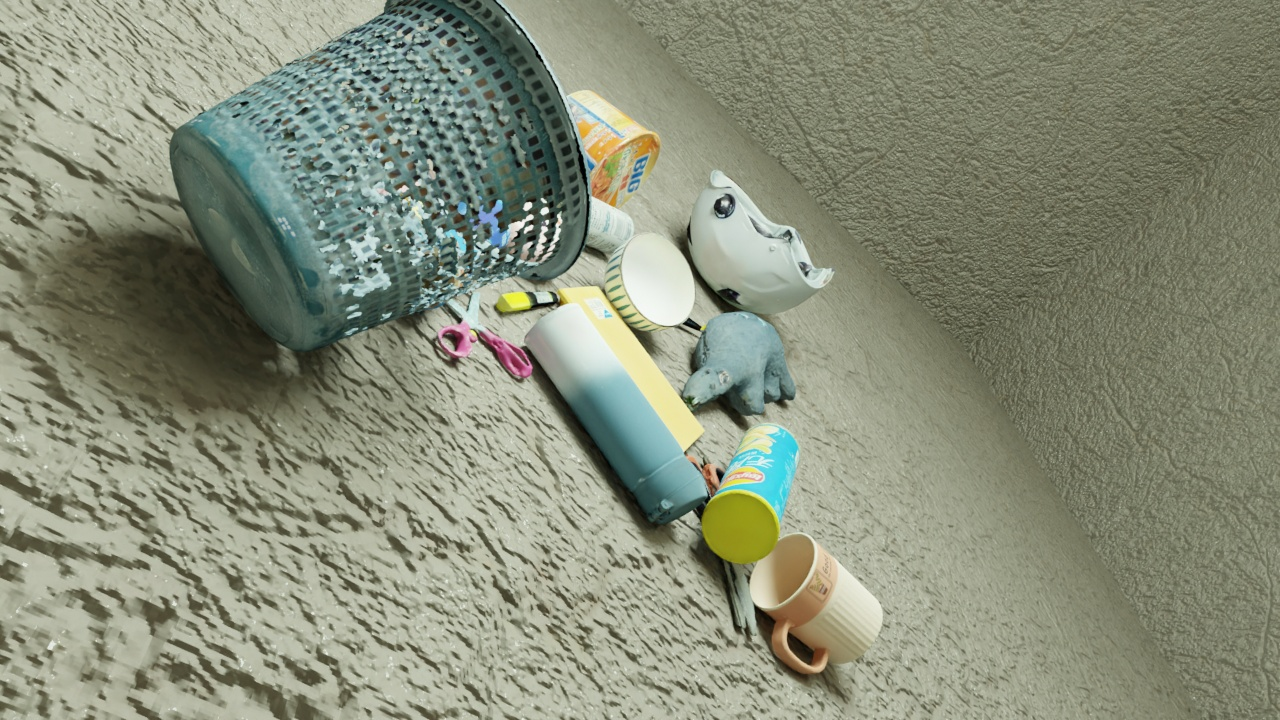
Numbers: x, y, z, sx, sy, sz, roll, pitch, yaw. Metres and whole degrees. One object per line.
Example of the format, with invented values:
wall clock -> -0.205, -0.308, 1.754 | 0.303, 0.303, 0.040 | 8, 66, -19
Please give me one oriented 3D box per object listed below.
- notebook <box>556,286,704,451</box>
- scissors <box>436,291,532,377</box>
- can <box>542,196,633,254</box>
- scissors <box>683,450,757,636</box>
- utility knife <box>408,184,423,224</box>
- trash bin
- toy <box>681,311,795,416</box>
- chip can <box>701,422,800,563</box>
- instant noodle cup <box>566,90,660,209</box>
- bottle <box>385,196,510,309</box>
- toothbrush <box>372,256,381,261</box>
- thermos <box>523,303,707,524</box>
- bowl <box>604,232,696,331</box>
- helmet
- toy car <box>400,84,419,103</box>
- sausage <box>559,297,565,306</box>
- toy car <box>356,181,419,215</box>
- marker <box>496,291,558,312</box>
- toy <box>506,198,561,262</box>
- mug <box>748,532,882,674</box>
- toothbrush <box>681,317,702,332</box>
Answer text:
notebook -> -0.006, 0.006, 0.976 | 0.206, 0.010, 0.145 | 54, 14, 3
scissors -> -0.144, -0.028, 0.810 | 0.135, 0.017, 0.133 | 36, 21, -21
can -> -0.071, -0.176, 1.136 | 0.146, 0.058, 0.058 | 16, 39, -54
scissors -> 0.074, 0.168, 0.895 | 0.193, 0.015, 0.206 | 52, 21, 4
utility knife -> -0.222, -0.172, 0.898 | 0.031, 0.018, 0.162 | 37, 26, -37
trash bin -> -0.178, -0.114, 0.599 | 0.194, 0.227, 0.226 | -35, 82, -31
toy -> 0.132, 0.004, 1.199 | 0.355, 0.092, 0.138 | -6, 85, -63
chip can -> 0.116, 0.127, 0.925 | 0.071, 0.071, 0.209 | 48, 20, -1
instant noodle cup -> -0.065, -0.273, 1.207 | 0.111, 0.152, 0.151 | 46, 20, 15
bottle -> -0.159, -0.111, 0.827 | 0.065, 0.065, 0.218 | 45, 25, -10
toothbrush -> -0.203, -0.094, 0.810 | 0.017, 0.012, 0.185 | 54, 21, -3
thermos -> -0.022, 0.050, 0.844 | 0.220, 0.070, 0.070 | 54, 22, 12
bowl -> 0.002, -0.086, 1.088 | 0.116, 0.066, 0.116 | 15, 67, -37
helmet -> 0.166, -0.170, 1.461 | 0.258, 0.146, 0.228 | 50, 19, 26
toy car -> -0.242, -0.290, 1.036 | 0.049, 0.031, 0.106 | 55, 24, 14
sausage -> -0.060, -0.018, 0.942 | 0.021, 0.021, 0.165 | 29, 29, -41
toy car -> -0.221, -0.141, 0.796 | 0.037, 0.056, 0.122 | 48, 20, -21
marker -> -0.112, -0.060, 0.927 | 0.018, 0.015, 0.124 | 52, 19, 6
toy -> -0.141, -0.154, 0.980 | 0.159, 0.054, 0.121 | 24, 31, -31
mug -> 0.164, 0.240, 0.871 | 0.106, 0.082, 0.114 | 42, 49, -20
toothbrush -> 0.039, -0.062, 1.203 | 0.212, 0.026, 0.027 | 28, 63, -44
